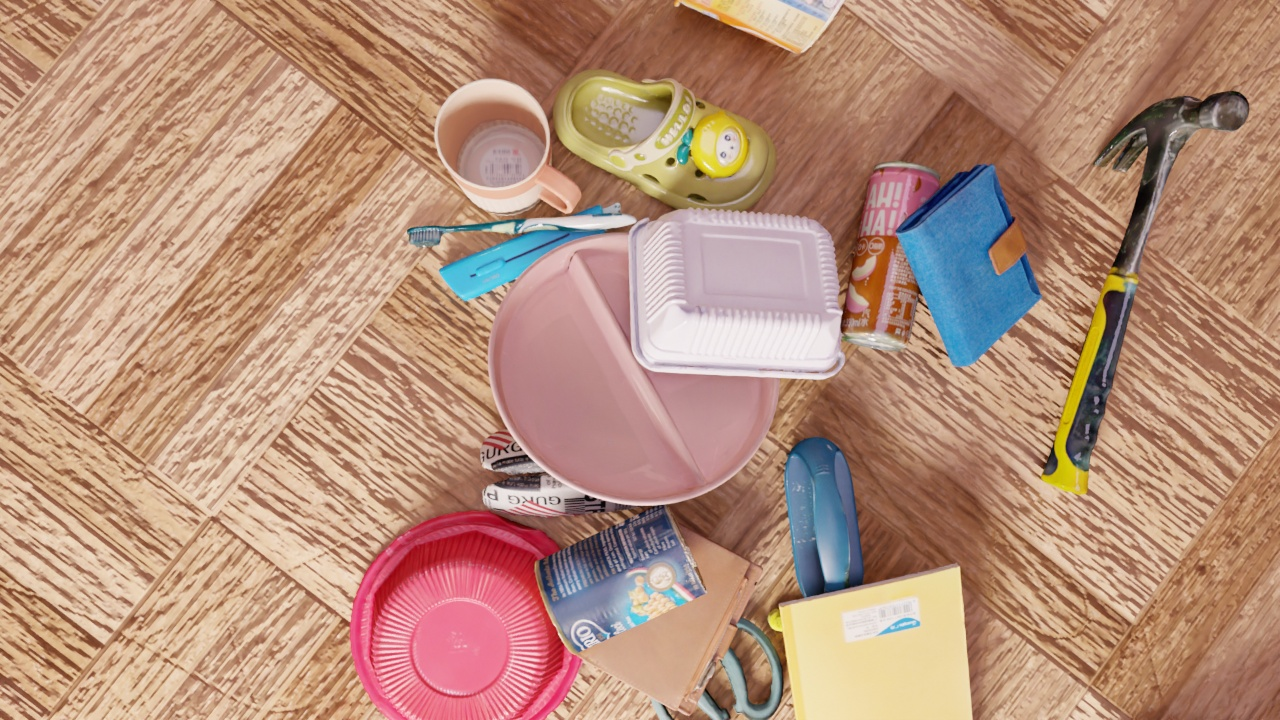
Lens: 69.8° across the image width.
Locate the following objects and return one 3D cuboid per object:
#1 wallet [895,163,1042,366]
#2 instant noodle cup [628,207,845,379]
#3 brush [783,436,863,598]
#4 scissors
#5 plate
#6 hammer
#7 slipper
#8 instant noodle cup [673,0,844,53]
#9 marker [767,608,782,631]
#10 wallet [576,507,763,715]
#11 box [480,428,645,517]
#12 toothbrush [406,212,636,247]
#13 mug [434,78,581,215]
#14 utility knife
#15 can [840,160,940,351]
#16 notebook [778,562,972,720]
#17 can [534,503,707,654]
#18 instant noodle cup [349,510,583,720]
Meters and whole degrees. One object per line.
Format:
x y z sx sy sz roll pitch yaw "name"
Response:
0.267 -0.076 0.738 0.106 0.040 0.133 -38 114 -20 "wallet"
0.081 -0.061 0.717 0.173 0.060 0.137 3 66 -12 "instant noodle cup"
0.148 0.133 0.735 0.055 0.073 0.144 -7 89 2 "brush"
0.063 0.223 0.754 0.130 0.019 0.185 -9 89 -2 "scissors"
-0.004 0.004 0.719 0.229 0.028 0.229 4 66 -10 "plate"
0.388 -0.050 0.747 0.032 0.126 0.323 12 97 -10 "hammer"
0.018 -0.180 0.738 0.190 0.081 0.091 22 89 1 "slipper"
0.110 -0.322 0.719 0.111 0.151 0.151 27 87 -10 "instant noodle cup"
0.168 0.219 0.761 0.124 0.015 0.018 5 91 -4 "marker"
0.024 0.199 0.730 0.108 0.031 0.131 26 85 7 "wallet"
-0.047 0.076 0.739 0.163 0.076 0.087 -3 66 -1 "box"
-0.098 -0.106 0.747 0.192 0.016 0.018 -2 71 6 "toothbrush"
-0.097 -0.154 0.717 0.114 0.106 0.081 32 86 -1 "mug"
-0.087 -0.093 0.760 0.159 0.018 0.034 -24 88 -5 "utility knife"
0.204 -0.084 0.753 0.058 0.058 0.147 12 87 -2 "can"
0.193 0.268 0.731 0.146 0.010 0.206 -12 107 -3 "notebook"
-0.013 0.161 0.686 0.111 0.075 0.075 -25 89 0 "can"
-0.138 0.217 0.722 0.194 0.066 0.193 0 87 -3 "instant noodle cup"
